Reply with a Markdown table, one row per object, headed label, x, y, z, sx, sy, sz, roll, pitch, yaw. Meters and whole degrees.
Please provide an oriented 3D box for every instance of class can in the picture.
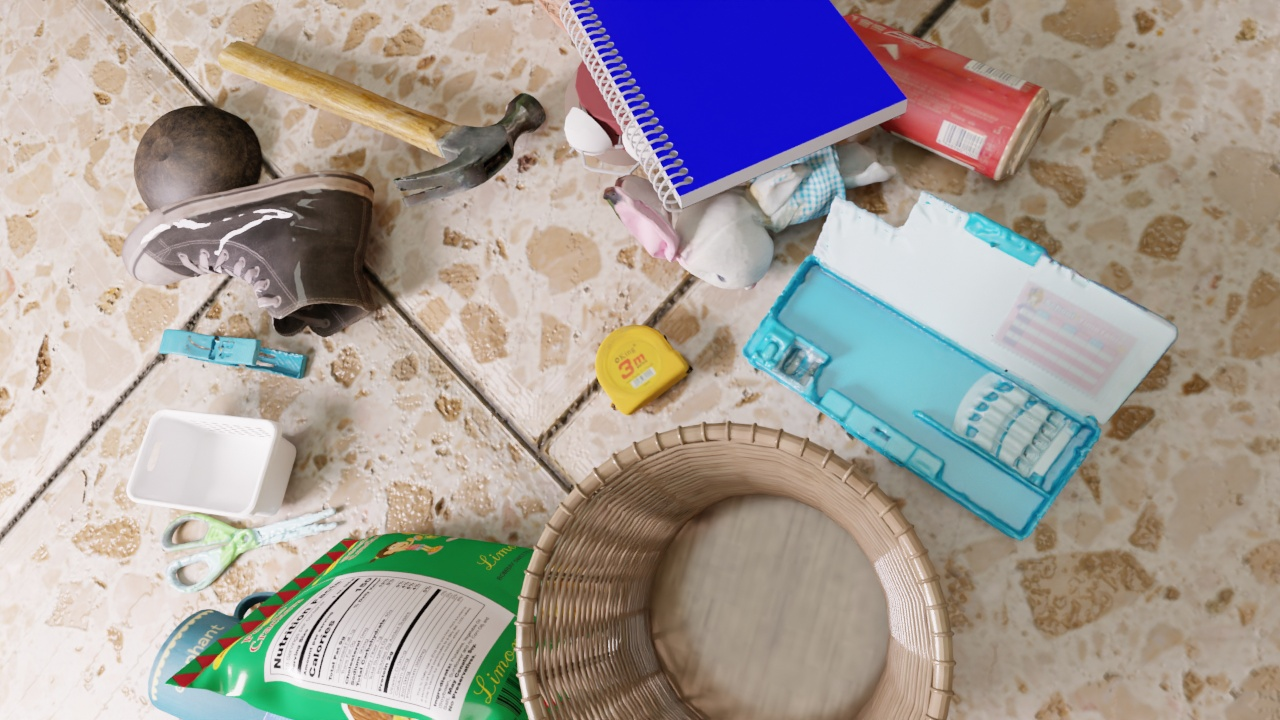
| label | x | y | z | sx | sy | sz | roll | pitch | yaw |
| --- | --- | --- | --- | --- | --- | --- | --- | --- | --- |
| can | 0.200 | -0.191 | 0.655 | 0.170 | 0.067 | 0.067 | 30 | 89 | 19 |

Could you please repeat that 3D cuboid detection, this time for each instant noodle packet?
| label | x | y | z | sx | sy | sz | roll | pitch | yaw |
| --- | --- | --- | --- | --- | --- | --- | --- | --- | --- |
| instant noodle packet | -0.151 | 0.183 | 0.631 | 0.253 | 0.195 | 0.090 | 4 | 108 | 17 |

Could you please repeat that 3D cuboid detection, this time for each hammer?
| label | x | y | z | sx | sy | sz | roll | pitch | yaw |
| --- | --- | --- | --- | --- | --- | --- | --- | --- | --- |
| hammer | -0.250 | -0.223 | 0.798 | 0.331 | 0.033 | 0.132 | 25 | 63 | 24 |

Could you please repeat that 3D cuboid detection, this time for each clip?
| label | x | y | z | sx | sy | sz | roll | pitch | yaw |
| --- | --- | --- | --- | --- | --- | --- | --- | --- | --- |
| clip | -0.360 | -0.010 | 0.774 | 0.127 | 0.113 | 0.028 | 6 | 78 | 30 |

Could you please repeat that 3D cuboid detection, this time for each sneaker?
| label | x | y | z | sx | sy | sz | roll | pitch | yaw |
| --- | --- | --- | --- | --- | --- | --- | --- | --- | --- |
| sneaker | -0.333 | -0.074 | 0.780 | 0.235 | 0.095 | 0.119 | -10 | 77 | 7 |

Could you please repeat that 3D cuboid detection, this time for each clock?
| label | x | y | z | sx | sy | sz | roll | pitch | yaw |
| --- | --- | --- | --- | --- | --- | --- | --- | --- | --- |
| clock | -0.006 | -0.193 | 0.686 | 0.087 | 0.044 | 0.124 | 12 | 74 | 19 |

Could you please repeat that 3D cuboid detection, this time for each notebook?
| label | x | y | z | sx | sy | sz | roll | pitch | yaw |
| --- | --- | --- | --- | --- | --- | --- | --- | --- | --- |
| notebook | 0.055 | -0.214 | 0.641 | 0.171 | 0.022 | 0.209 | -24 | 62 | -3 |

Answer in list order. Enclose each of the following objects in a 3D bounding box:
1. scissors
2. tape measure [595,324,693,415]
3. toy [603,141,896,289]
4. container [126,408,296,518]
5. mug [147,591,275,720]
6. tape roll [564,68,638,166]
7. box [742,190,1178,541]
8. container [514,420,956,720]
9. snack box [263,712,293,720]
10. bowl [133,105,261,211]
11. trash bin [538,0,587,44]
| label | x | y | z | sx | sy | sz | roll | pitch | yaw |
| --- | --- | --- | --- | --- | --- | --- | --- | --- | --- |
| scissors | -0.331 | 0.147 | 0.775 | 0.175 | 0.033 | 0.072 | -15 | 73 | 9 |
| tape measure | -0.004 | 0.004 | 0.697 | 0.068 | 0.030 | 0.059 | -37 | 72 | 4 |
| toy | 0.085 | -0.108 | 0.675 | 0.205 | 0.131 | 0.106 | -13 | 107 | 5 |
| container | -0.352 | 0.090 | 0.767 | 0.129 | 0.049 | 0.080 | 4 | 71 | 17 |
| mug | -0.304 | 0.238 | 0.721 | 0.104 | 0.085 | 0.112 | 17 | 56 | 13 |
| tape roll | -0.012 | -0.207 | 0.739 | 0.094 | 0.030 | 0.093 | -3 | 79 | 16 |
| box | 0.203 | -0.011 | 0.618 | 0.227 | 0.073 | 0.181 | 35 | 114 | 19 |
| container | 0.066 | 0.162 | 0.558 | 0.227 | 0.196 | 0.226 | -3 | 79 | 16 |
| snack box | -0.251 | 0.285 | 0.686 | 0.033 | 0.088 | 0.154 | 22 | 87 | 19 |
| bowl | -0.417 | -0.182 | 0.840 | 0.121 | 0.056 | 0.121 | -3 | 79 | 16 |
| trash bin | -0.045 | -0.354 | 0.683 | 0.151 | 0.210 | 0.151 | -3 | 79 | 16 |
